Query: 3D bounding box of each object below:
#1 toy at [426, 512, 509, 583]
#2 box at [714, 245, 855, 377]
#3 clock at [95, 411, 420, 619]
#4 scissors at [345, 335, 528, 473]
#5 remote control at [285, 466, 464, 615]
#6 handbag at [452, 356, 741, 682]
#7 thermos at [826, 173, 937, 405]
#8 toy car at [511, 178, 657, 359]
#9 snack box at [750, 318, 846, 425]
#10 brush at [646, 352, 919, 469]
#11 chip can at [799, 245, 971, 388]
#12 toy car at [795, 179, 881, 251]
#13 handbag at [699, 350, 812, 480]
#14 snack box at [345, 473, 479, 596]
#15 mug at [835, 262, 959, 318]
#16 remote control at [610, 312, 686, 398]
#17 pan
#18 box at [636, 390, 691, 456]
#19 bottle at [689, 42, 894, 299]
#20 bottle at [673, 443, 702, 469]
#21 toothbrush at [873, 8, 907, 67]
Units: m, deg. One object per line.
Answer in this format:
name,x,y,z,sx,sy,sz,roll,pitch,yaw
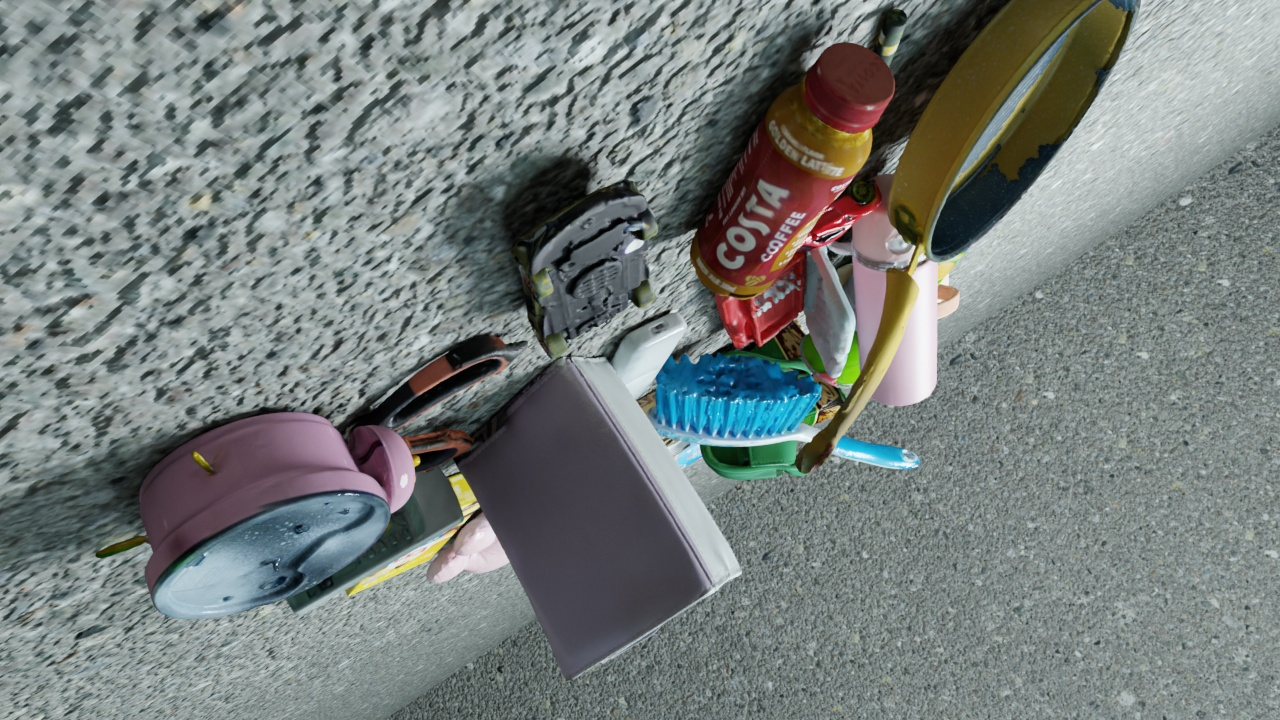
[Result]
toy,-0.156,0.188,0.970,0.121,0.054,0.159,-46,163,20
box,0.127,-0.029,0.759,0.095,0.101,0.201,-34,166,2
clock,-0.185,0.079,0.486,0.117,0.059,0.158,-41,155,21
scissors,-0.163,0.049,0.553,0.222,0.015,0.189,-10,152,-51
remote control,-0.196,0.123,0.655,0.135,0.056,0.019,-29,165,-15
handbag,-0.037,0.116,0.688,0.145,0.197,0.098,-36,166,16
thermos,0.197,-0.053,0.744,0.087,0.067,0.199,-9,132,9
toy car,-0.028,-0.048,0.469,0.070,0.042,0.158,-30,167,-11
snack box,0.156,0.035,1.023,0.105,0.117,0.118,-29,165,2
brush,0.151,0.057,0.877,0.314,0.060,0.110,4,133,-16
chip can,0.226,-0.073,0.817,0.072,0.072,0.237,-22,153,-38
toy car,0.119,-0.093,0.643,0.106,0.031,0.049,-28,-175,-14
handbag,0.118,0.058,0.948,0.120,0.131,0.068,2,172,4
snack box,-0.200,0.149,0.789,0.086,0.033,0.141,-18,162,-45
mug,0.263,-0.068,0.923,0.105,0.115,0.082,-25,120,-39
remote control,-0.004,0.004,0.749,0.055,0.020,0.136,-27,165,-26
pan,0.196,-0.084,0.584,0.357,0.078,0.197,-49,156,2
box,-0.033,0.099,0.938,0.184,0.061,0.090,-27,165,-16
bottle,0.079,-0.098,0.504,0.057,0.057,0.175,-26,165,-26
bottle,0.083,0.077,1.106,0.218,0.065,0.065,-26,165,-28
toothbrush,0.135,-0.150,0.546,0.017,0.012,0.186,-38,167,-6
